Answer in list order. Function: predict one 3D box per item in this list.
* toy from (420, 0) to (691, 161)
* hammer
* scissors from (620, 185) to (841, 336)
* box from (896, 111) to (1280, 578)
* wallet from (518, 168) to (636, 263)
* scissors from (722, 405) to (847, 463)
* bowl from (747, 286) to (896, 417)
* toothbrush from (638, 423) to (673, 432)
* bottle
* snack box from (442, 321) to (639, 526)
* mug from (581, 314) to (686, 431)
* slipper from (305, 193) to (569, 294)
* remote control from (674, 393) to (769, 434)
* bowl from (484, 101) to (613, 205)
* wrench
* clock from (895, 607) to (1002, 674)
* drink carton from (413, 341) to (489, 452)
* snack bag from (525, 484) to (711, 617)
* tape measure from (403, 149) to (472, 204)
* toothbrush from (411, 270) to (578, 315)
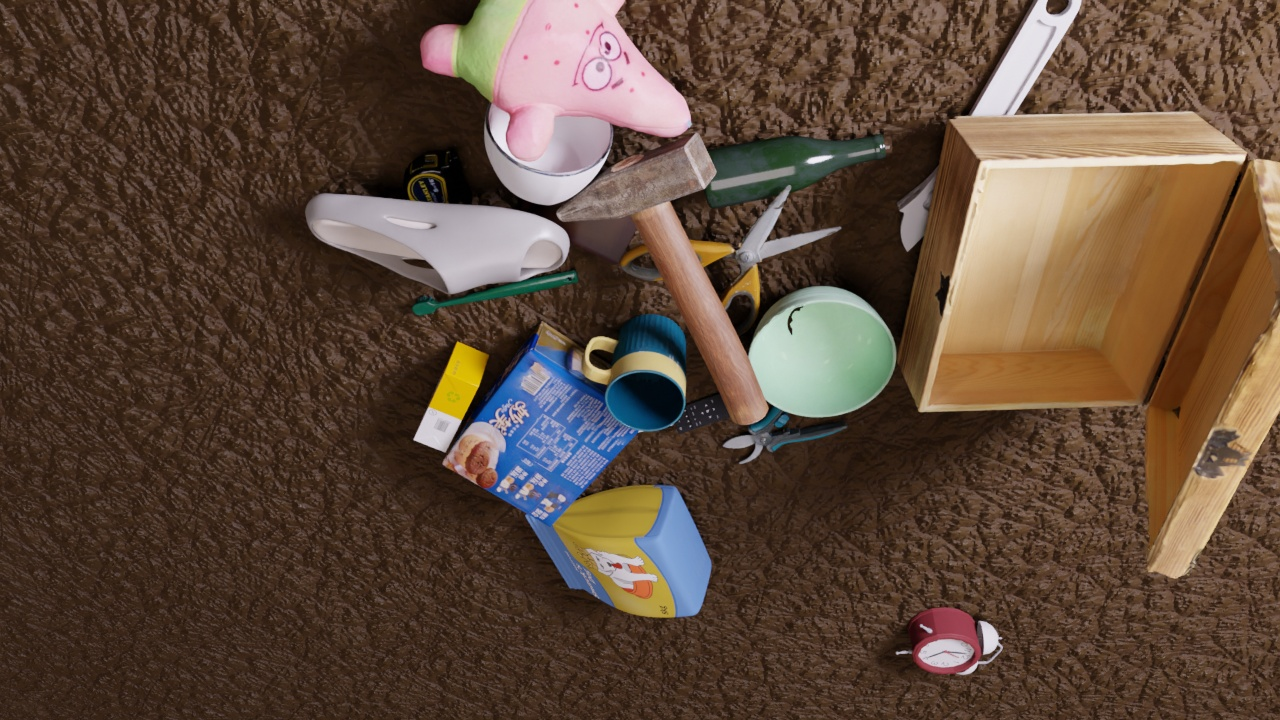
[{"bbox_3d":[-0.060,-0.256,0.786,0.236,0.097,0.192,24,91,-14],"label":"toy"},{"bbox_3d":[0.047,-0.059,0.902,0.158,0.037,0.301,-13,117,33],"label":"hammer"},{"bbox_3d":[0.083,-0.101,0.918,0.216,0.016,0.226,14,142,-6],"label":"scissors"},{"bbox_3d":[0.421,-0.021,0.780,0.284,0.322,0.280,-3,126,-3],"label":"box"},{"bbox_3d":[-0.057,-0.155,0.923,0.115,0.018,0.092,24,126,-8],"label":"wallet"},{"bbox_3d":[0.173,0.080,1.078,0.124,0.019,0.154,17,129,-5],"label":"scissors"},{"bbox_3d":[0.187,-0.020,0.962,0.151,0.076,0.151,3,128,3],"label":"bowl"},{"bbox_3d":[-0.048,0.093,1.115,0.187,0.012,0.017,-13,138,15],"label":"toothbrush"},{"bbox_3d":[0.145,-0.184,0.855,0.174,0.055,0.055,-9,126,11],"label":"bottle"},{"bbox_3d":[-0.109,0.078,1.062,0.155,0.069,0.203,32,121,-14],"label":"snack box"},{"bbox_3d":[-0.006,0.006,0.983,0.113,0.107,0.083,17,129,-7],"label":"mug"},{"bbox_3d":[-0.207,-0.104,0.913,0.266,0.080,0.113,9,158,0],"label":"slipper"},{"bbox_3d":[0.102,0.050,1.059,0.140,0.009,0.030,-21,85,20],"label":"remote control"},{"bbox_3d":[-0.087,-0.195,0.839,0.116,0.116,0.066,16,149,-7],"label":"bowl"},{"bbox_3d":[0.323,-0.207,0.842,0.086,0.018,0.274,18,126,-8],"label":"wrench"},{"bbox_3d":[0.432,0.393,1.274,0.137,0.048,0.096,18,127,-6],"label":"clock"},{"bbox_3d":[-0.221,0.046,1.065,0.040,0.058,0.123,24,126,-12],"label":"drink carton"},{"bbox_3d":[-0.031,0.247,1.185,0.206,0.102,0.159,-6,128,25],"label":"snack bag"},{"bbox_3d":[-0.202,-0.176,0.907,0.061,0.034,0.062,-7,140,3],"label":"tape measure"},{"bbox_3d":[-0.159,-0.075,0.995,0.190,0.017,0.016,-10,126,12],"label":"toothbrush"}]
